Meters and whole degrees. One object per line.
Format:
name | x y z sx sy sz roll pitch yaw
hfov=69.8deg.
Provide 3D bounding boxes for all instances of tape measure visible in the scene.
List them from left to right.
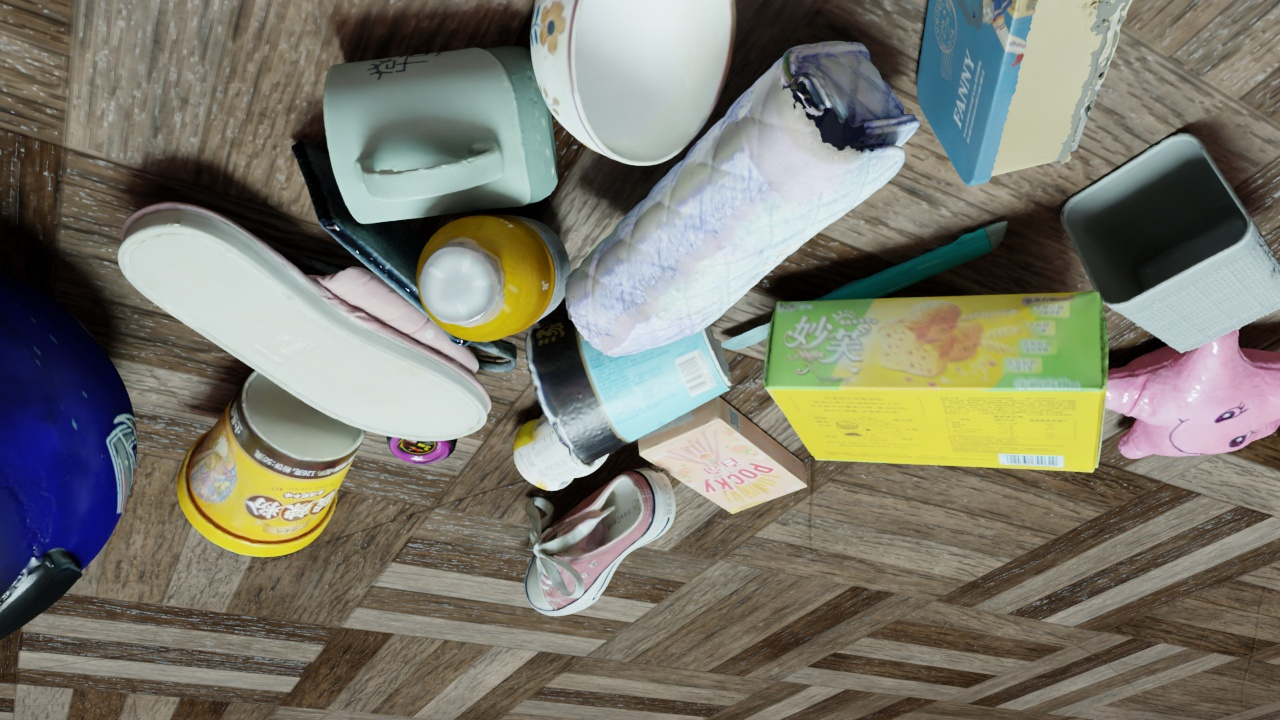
tape measure | -0.176 0.054 0.743 0.057 0.039 0.058 8 137 -17

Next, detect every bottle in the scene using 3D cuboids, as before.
bottle | -0.080 -0.047 0.508 0.068 0.068 0.189 -7 -172 2
bottle | -0.051 0.062 0.744 0.109 0.063 0.063 -31 136 31

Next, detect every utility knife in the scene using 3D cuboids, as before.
utility knife | 0.156 -0.050 0.658 0.217 0.013 0.029 -23 142 19

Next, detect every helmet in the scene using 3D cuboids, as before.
helmet | -0.458 0.076 0.568 0.316 0.247 0.239 -41 174 32

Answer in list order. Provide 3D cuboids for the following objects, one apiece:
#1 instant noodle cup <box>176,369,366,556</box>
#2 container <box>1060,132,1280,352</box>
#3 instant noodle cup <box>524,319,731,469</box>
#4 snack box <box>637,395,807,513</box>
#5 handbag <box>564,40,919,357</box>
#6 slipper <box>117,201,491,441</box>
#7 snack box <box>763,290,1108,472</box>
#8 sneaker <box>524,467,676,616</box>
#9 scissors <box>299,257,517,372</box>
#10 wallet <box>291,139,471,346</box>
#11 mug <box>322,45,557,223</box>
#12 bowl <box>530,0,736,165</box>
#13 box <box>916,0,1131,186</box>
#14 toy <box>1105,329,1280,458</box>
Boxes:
instant noodle cup | -0.272 0.069 0.695 0.118 0.118 0.115 20 129 -30
container | 0.351 -0.069 0.594 0.114 0.090 0.090 23 136 -37
instant noodle cup | -0.004 0.004 0.649 0.120 0.111 0.111 -23 141 9
snack box | 0.077 0.089 0.826 0.085 0.026 0.157 -26 138 27
handbag | 0.056 -0.083 0.505 0.133 0.075 0.194 -24 167 -48
slipper | -0.208 -0.022 0.612 0.114 0.054 0.274 -24 139 29
snack box | 0.209 0.019 0.647 0.210 0.070 0.157 0 156 25
sneaker | -0.063 0.172 0.854 0.087 0.118 0.242 2 147 -36
scissors | -0.152 -0.034 0.651 0.181 0.014 0.159 -13 141 15
wallet | -0.149 -0.068 0.533 0.019 0.097 0.121 -40 137 4
mug | -0.099 -0.111 0.467 0.106 0.111 0.082 -6 122 -2
bowl | -0.011 -0.156 0.441 0.062 0.113 0.113 25 162 38
box | 0.181 -0.169 0.439 0.060 0.089 0.184 -11 142 -2
toy | 0.462 0.025 0.738 0.179 0.074 0.194 -17 143 30
